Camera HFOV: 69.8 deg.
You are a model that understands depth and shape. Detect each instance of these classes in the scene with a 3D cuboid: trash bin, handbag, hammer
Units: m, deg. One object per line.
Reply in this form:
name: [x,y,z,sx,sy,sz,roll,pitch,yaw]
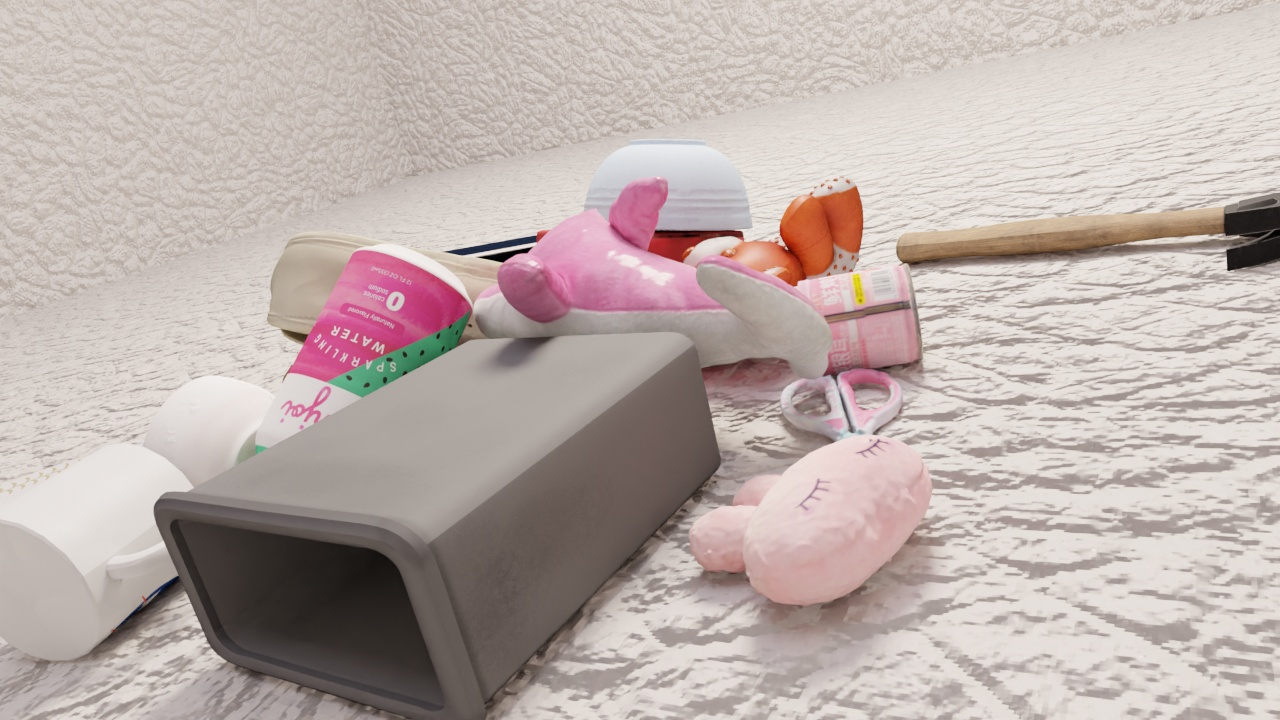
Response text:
trash bin: [-0.093,0.067,0.479,0.192,0.098,0.219,-1,21,35]
handbag: [-0.189,-0.017,0.744,0.229,0.132,0.184,16,-9,-19]
hammer: [0.356,-0.101,0.733,0.306,0.040,0.132,-1,19,37]

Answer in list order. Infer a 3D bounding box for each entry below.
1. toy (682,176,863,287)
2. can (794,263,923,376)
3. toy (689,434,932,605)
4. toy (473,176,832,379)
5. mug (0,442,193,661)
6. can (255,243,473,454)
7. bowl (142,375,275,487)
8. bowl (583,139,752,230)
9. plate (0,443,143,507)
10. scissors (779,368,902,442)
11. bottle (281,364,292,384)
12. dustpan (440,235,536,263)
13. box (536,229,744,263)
toy: [0.088,-0.061,0.702,0.172,0.093,0.164,-32,-6,-43]
can: [0.145,-0.026,0.616,0.076,0.067,0.067,-9,19,14]
toy: [0.074,0.072,0.418,0.105,0.053,0.108,-17,13,46]
toy: [-0.002,-0.052,0.590,0.266,0.127,0.186,7,-17,37]
mug: [-0.305,0.106,0.527,0.121,0.091,0.090,-9,19,19]
can: [-0.180,0.011,0.602,0.088,0.088,0.165,4,65,44]
bowl: [-0.270,0.065,0.609,0.054,0.105,0.104,10,25,16]
bowl: [0.024,-0.153,0.798,0.150,0.075,0.150,1,10,0]
plate: [-0.477,0.127,0.716,0.242,0.016,0.242,-13,18,4]
scissors: [0.119,0.044,0.521,0.077,0.017,0.173,-8,23,8]
bottle: [-0.242,0.042,0.707,0.067,0.068,0.157,-20,19,-15]
dustpan: [-0.165,-0.079,0.959,0.235,0.080,0.274,-15,13,-32]
box: [-0.003,-0.073,0.813,0.158,0.087,0.129,-10,14,-43]
